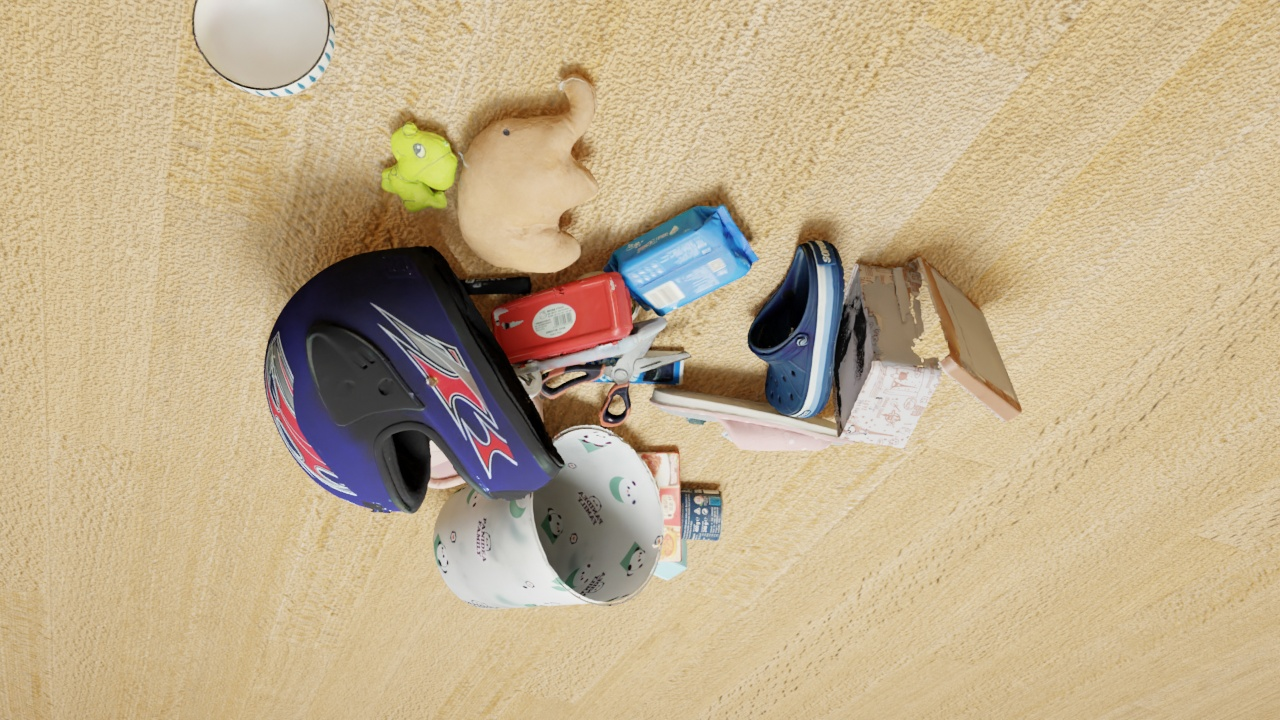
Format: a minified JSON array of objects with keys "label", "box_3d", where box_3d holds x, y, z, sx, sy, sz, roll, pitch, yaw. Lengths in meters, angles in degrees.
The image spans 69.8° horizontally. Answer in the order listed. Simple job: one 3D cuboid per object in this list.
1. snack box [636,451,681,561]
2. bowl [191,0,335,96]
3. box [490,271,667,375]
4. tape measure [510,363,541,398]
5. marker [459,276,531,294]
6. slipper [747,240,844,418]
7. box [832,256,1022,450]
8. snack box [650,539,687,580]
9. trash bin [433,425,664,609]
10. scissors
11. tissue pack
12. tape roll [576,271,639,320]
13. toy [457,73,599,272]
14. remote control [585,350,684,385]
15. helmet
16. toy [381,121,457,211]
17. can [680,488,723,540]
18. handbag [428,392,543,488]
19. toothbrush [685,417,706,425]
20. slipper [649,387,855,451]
[{"label":"snack box","box_3d":[0.019,0.205,1.292,0.075,0.153,0.025,-1,180,4]},{"label":"bowl","box_3d":[-0.329,-0.290,0.821,0.116,0.116,0.066,6,179,-4]},{"label":"box","box_3d":[-0.071,-0.039,1.070,0.202,0.095,0.101,-12,176,38]},{"label":"tape measure","box_3d":[-0.156,0.021,1.145,0.034,0.065,0.066,-32,115,34]},{"label":"marker","box_3d":[-0.194,-0.085,1.075,0.132,0.020,0.022,-2,140,4]},{"label":"slipper","box_3d":[0.175,-0.025,1.065,0.095,0.105,0.253,0,135,-4]},{"label":"box","box_3d":[0.324,-0.010,1.029,0.185,0.182,0.155,9,136,-4]},{"label":"snack box","box_3d":[-0.008,0.264,1.389,0.174,0.074,0.052,30,130,-26]},{"label":"trash bin","box_3d":[-0.135,0.230,1.243,0.229,0.229,0.253,36,140,-30]},{"label":"scissors","box_3d":[-0.036,0.023,1.146,0.189,0.015,0.226,10,139,4]},{"label":"tissue pack","box_3d":[0.046,-0.112,1.019,0.157,0.052,0.095,-25,132,25]},{"label":"tape roll","box_3d":[-0.044,-0.070,1.091,0.086,0.013,0.086,1,136,0]},{"label":"toy","box_3d":[-0.115,-0.186,0.934,0.143,0.082,0.227,8,133,-14]},{"label":"remote control","box_3d":[-0.007,0.007,1.161,0.125,0.024,0.049,3,136,0]},{"label":"helmet","box_3d":[-0.258,0.044,0.981,0.240,0.247,0.315,-32,86,-1]},{"label":"toy","box_3d":[-0.227,-0.198,0.952,0.100,0.031,0.096,-24,130,30]},{"label":"can","box_3d":[0.064,0.225,1.347,0.111,0.075,0.075,3,136,-3]},{"label":"handbag","box_3d":[-0.257,0.047,1.179,0.194,0.093,0.234,-24,123,22]},{"label":"toothbrush","box_3d":[0.152,0.092,1.248,0.191,0.018,0.016,11,136,-9]},{"label":"slipper","box_3d":[0.143,0.083,1.181,0.274,0.114,0.054,12,96,-7]}]
